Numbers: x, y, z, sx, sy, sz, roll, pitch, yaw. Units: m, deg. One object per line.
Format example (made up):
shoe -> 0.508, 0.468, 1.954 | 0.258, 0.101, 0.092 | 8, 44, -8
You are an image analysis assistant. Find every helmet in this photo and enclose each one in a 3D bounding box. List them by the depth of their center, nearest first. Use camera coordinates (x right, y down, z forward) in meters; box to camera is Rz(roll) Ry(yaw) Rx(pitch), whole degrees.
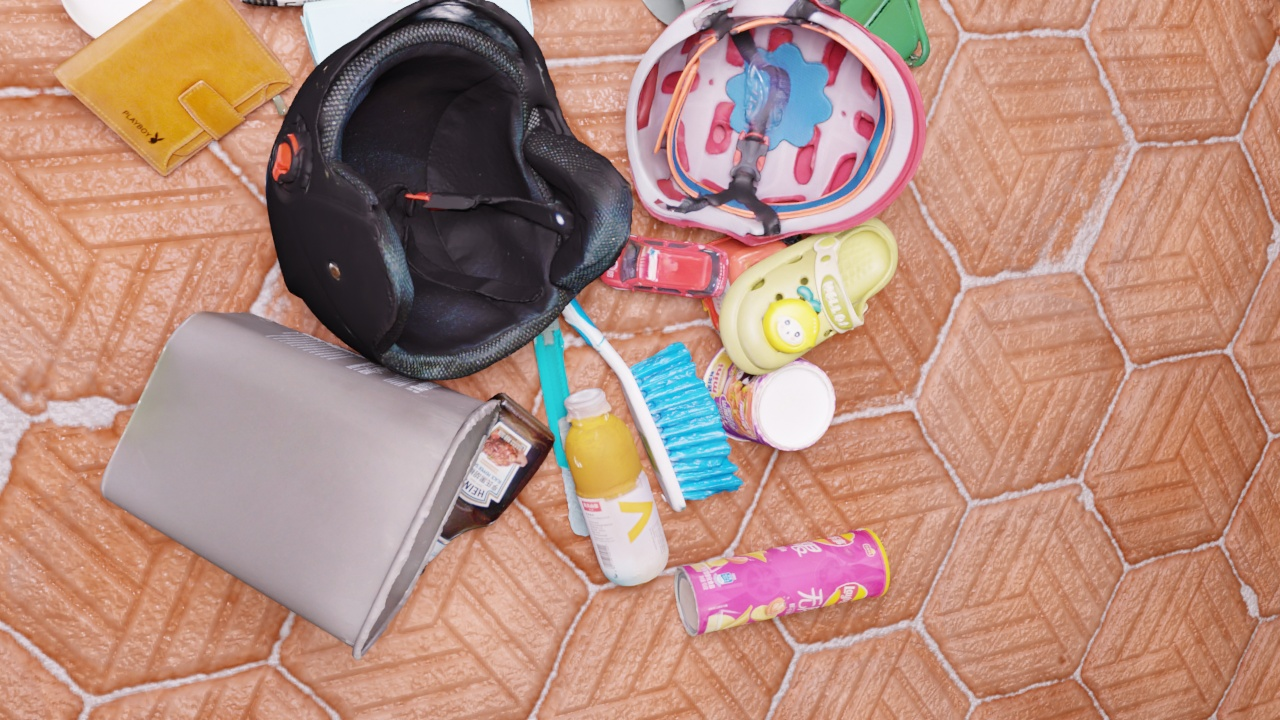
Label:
helmet -> -0.159, -0.123, 0.682 | 0.232, 0.230, 0.275 | -21, 116, -44
helmet -> 0.114, -0.215, 0.785 | 0.240, 0.143, 0.207 | 11, 123, 3

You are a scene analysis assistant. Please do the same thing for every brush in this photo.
brush -> -0.005, 0.005, 0.857 | 0.109, 0.060, 0.314 | -24, 103, -9

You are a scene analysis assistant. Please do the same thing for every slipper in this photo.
slipper -> 0.155, -0.061, 0.794 | 0.190, 0.082, 0.091 | -35, 106, -12

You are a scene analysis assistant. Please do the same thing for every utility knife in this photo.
utility knife -> -0.071, 0.065, 0.864 | 0.029, 0.013, 0.221 | -13, 104, -15

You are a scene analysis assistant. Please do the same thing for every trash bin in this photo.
trash bin -> -0.249, 0.076, 0.704 | 0.220, 0.199, 0.198 | 27, 90, -2

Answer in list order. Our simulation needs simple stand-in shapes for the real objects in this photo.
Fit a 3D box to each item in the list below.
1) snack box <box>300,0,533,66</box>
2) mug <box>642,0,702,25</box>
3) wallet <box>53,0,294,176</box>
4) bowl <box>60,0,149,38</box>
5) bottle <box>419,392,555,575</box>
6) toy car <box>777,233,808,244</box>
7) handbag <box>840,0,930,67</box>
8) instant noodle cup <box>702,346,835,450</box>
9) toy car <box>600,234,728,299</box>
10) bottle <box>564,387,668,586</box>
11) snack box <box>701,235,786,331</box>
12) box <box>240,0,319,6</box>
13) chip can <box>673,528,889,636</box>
snack box -> -0.178, -0.267, 0.737 | 0.174, 0.074, 0.052 | -14, 104, -15
mug -> 0.050, -0.357, 0.771 | 0.103, 0.124, 0.083 | -40, 83, -10
wallet -> -0.346, -0.213, 0.700 | 0.130, 0.035, 0.119 | -38, 137, -3
bowl -> -0.369, -0.289, 0.668 | 0.113, 0.062, 0.114 | -31, 152, -19
bottle -> -0.163, 0.123, 0.830 | 0.080, 0.044, 0.195 | 41, 87, -16
toy car -> 0.149, -0.164, 0.884 | 0.048, 0.032, 0.105 | 13, 107, -20
handbag -> 0.199, -0.295, 0.862 | 0.131, 0.068, 0.120 | -42, 116, -8
instant noodle cup -> 0.126, 0.034, 0.877 | 0.111, 0.099, 0.111 | -3, 100, -16
toy car -> 0.018, -0.085, 0.823 | 0.121, 0.045, 0.053 | 8, 96, 21
bottle -> -0.026, 0.117, 0.854 | 0.068, 0.068, 0.189 | -21, 109, -13
snack box -> 0.102, -0.071, 0.859 | 0.082, 0.080, 0.091 | -18, 105, -14
box -> -0.238, -0.324, 0.714 | 0.163, 0.075, 0.081 | -18, 116, -12
chip can -> 0.143, 0.224, 0.930 | 0.210, 0.071, 0.071 | -8, 102, -16
